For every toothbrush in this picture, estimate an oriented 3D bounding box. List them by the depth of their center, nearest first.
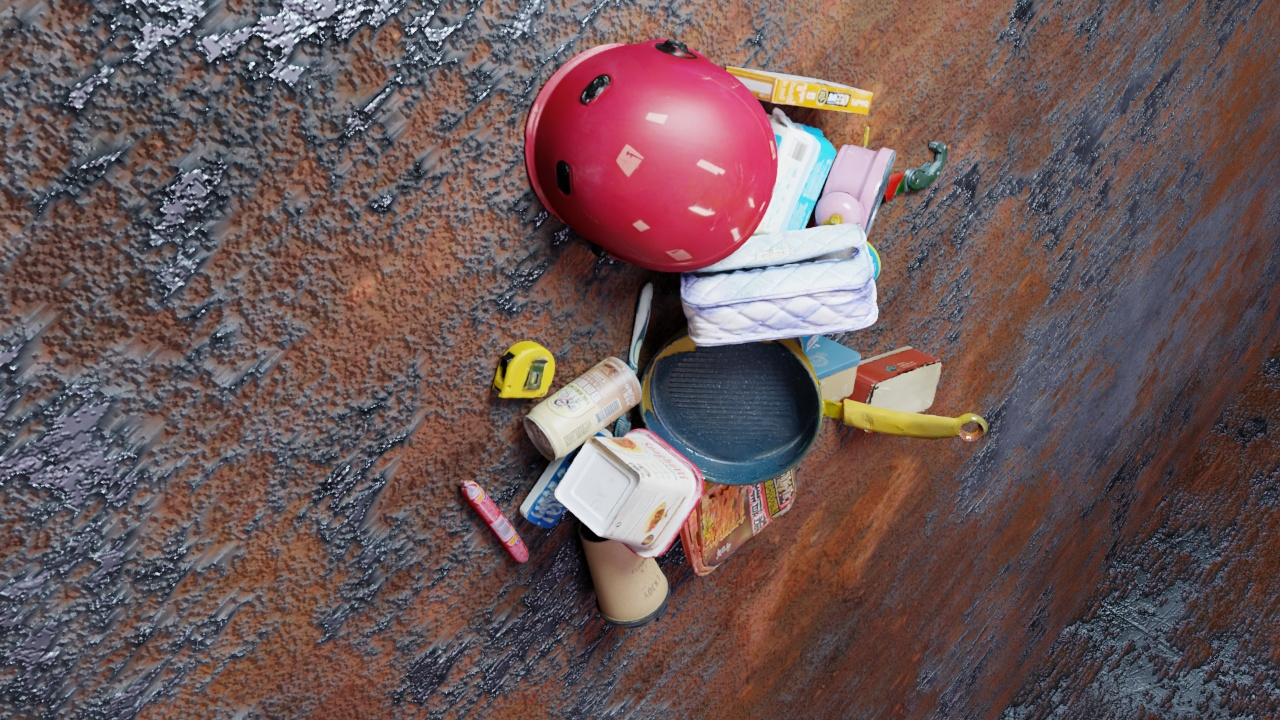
[{"bbox_3d":[-0.006,0.006,0.992,0.016,0.018,0.192,-10,121,-40],"label":"toothbrush"}]

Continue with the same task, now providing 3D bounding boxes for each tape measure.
[{"bbox_3d":[-0.109,0.011,0.890,0.060,0.029,0.057,2,111,-44],"label":"tape measure"}]

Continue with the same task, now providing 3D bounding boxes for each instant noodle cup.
[{"bbox_3d":[-0.015,0.135,0.954,0.117,0.116,0.124,-57,150,7],"label":"instant noodle cup"},{"bbox_3d":[0.106,0.162,1.145,0.188,0.079,0.165,-35,133,-25],"label":"instant noodle cup"}]

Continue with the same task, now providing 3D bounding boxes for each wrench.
[{"bbox_3d":[0.297,-0.214,1.147,0.272,0.016,0.056,-27,126,-30],"label":"wrench"}]

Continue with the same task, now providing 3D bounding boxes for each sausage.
[{"bbox_3d":[-0.149,0.168,0.953,0.020,0.020,0.156,-42,136,-17],"label":"sausage"}]

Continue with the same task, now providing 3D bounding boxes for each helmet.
[{"bbox_3d":[0.029,-0.174,0.828,0.239,0.144,0.207,7,110,-44],"label":"helmet"}]

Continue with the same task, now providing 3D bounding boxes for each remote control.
[{"bbox_3d":[-0.081,0.120,0.985,0.125,0.024,0.049,-55,138,-1],"label":"remote control"}]

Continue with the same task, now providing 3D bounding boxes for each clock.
[{"bbox_3d":[0.231,-0.170,1.023,0.117,0.060,0.158,81,31,-64],"label":"clock"}]

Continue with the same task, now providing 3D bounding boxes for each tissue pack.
[{"bbox_3d":[0.145,-0.191,0.982,0.089,0.063,0.140,9,106,-44],"label":"tissue pack"}]

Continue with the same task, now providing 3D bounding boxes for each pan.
[{"bbox_3d":[0.171,0.052,0.964,0.078,0.358,0.198,-65,151,-59],"label":"pan"}]

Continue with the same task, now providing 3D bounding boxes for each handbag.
[{"bbox_3d":[0.137,-0.081,0.922,0.194,0.134,0.076,-7,122,7],"label":"handbag"}]

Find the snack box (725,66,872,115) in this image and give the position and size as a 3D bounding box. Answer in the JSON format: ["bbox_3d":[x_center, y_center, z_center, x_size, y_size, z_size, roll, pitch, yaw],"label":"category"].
[{"bbox_3d":[0.162,-0.276,0.938,0.153,0.075,0.026,-8,118,-40],"label":"snack box"}]

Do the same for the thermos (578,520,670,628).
[{"bbox_3d":[-0.021,0.240,1.070,0.092,0.093,0.143,-34,126,-24],"label":"thermos"}]

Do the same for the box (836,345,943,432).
[{"bbox_3d":[0.363,0.045,1.319,0.168,0.076,0.091,-15,122,-37],"label":"box"}]

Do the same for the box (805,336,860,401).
[{"bbox_3d":[0.193,0.022,1.138,0.183,0.090,0.060,-22,126,-36],"label":"box"}]

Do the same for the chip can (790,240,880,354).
[{"bbox_3d":[0.203,-0.070,1.063,0.209,0.071,0.071,-41,138,-40],"label":"chip can"}]

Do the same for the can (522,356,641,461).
[{"bbox_3d":[-0.058,0.049,0.938,0.116,0.058,0.058,-35,133,-23],"label":"can"}]
